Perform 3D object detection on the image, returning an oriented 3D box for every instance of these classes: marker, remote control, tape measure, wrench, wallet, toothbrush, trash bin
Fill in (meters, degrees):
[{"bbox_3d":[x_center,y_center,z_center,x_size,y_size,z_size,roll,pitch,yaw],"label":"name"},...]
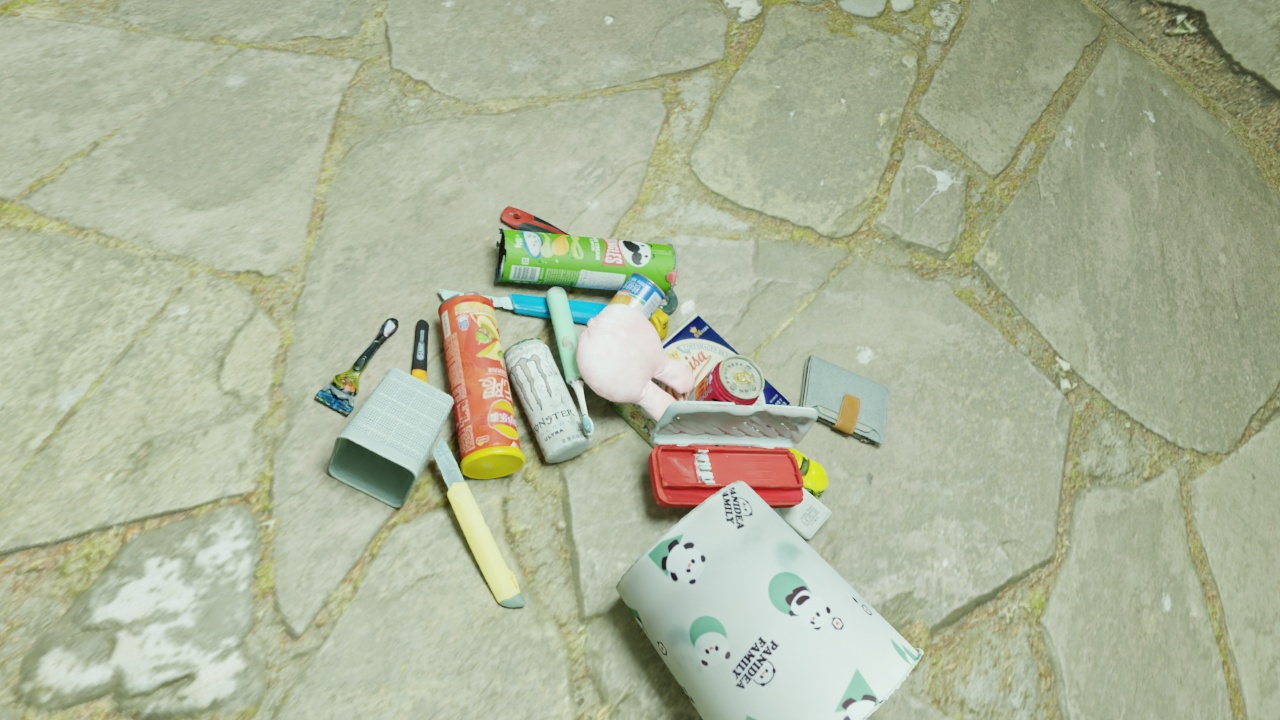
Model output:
[{"bbox_3d":[-0.260,0.003,1.083,0.018,0.015,0.123,12,54,-24],"label":"marker"},{"bbox_3d":[0.180,0.170,1.169,0.125,0.024,0.049,40,84,2],"label":"remote control"},{"bbox_3d":[0.013,-0.050,1.219,0.060,0.057,0.028,34,44,31],"label":"tape measure"},{"bbox_3d":[-0.067,-0.142,1.268,0.273,0.016,0.056,29,51,-7],"label":"wrench"},{"bbox_3d":[0.291,0.056,1.299,0.129,0.037,0.106,23,52,-10],"label":"wallet"},{"bbox_3d":[-0.084,-0.001,1.117,0.026,0.027,0.224,-18,54,2],"label":"toothbrush"},{"bbox_3d":[0.121,0.280,0.963,0.228,0.230,0.252,-29,69,-36],"label":"trash bin"}]

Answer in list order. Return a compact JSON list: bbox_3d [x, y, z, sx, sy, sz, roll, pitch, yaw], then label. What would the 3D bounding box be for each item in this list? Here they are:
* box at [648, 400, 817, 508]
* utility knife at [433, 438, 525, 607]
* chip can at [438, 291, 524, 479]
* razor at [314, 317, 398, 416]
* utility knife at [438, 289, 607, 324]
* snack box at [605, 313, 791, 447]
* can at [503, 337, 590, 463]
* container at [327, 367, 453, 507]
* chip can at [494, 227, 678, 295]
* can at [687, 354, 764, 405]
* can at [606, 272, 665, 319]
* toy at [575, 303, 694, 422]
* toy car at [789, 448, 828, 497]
[{"bbox_3d":[0.115,0.110,1.083,0.201,0.100,0.110,4,59,-23],"label":"box"},{"bbox_3d":[-0.178,0.177,0.989,0.030,0.021,0.201,-24,87,-23],"label":"utility knife"},{"bbox_3d":[-0.188,0.027,1.066,0.073,0.073,0.216,-1,60,-26],"label":"chip can"},{"bbox_3d":[-0.316,-0.001,1.054,0.042,0.022,0.142,32,51,-7],"label":"razor"},{"bbox_3d":[-0.143,-0.071,1.183,0.234,0.018,0.034,7,56,-23],"label":"utility knife"},{"bbox_3d":[0.078,0.054,1.191,0.182,0.046,0.177,44,53,5],"label":"snack box"},{"bbox_3d":[-0.113,0.048,1.096,0.058,0.058,0.146,-13,67,-32],"label":"can"},{"bbox_3d":[-0.264,0.079,0.986,0.090,0.090,0.111,28,49,-7],"label":"container"},{"bbox_3d":[-0.071,-0.128,1.208,0.235,0.072,0.072,3,58,-17],"label":"chip can"},{"bbox_3d":[0.104,0.041,1.122,0.066,0.094,0.066,11,57,-18],"label":"can"},{"bbox_3d":[-0.029,-0.045,1.166,0.053,0.053,0.134,37,79,1],"label":"can"},{"bbox_3d":[-0.007,0.006,1.112,0.159,0.054,0.121,41,61,-17],"label":"toy"},{"bbox_3d":[0.203,0.140,1.205,0.105,0.032,0.048,29,51,-8],"label":"toy car"}]
